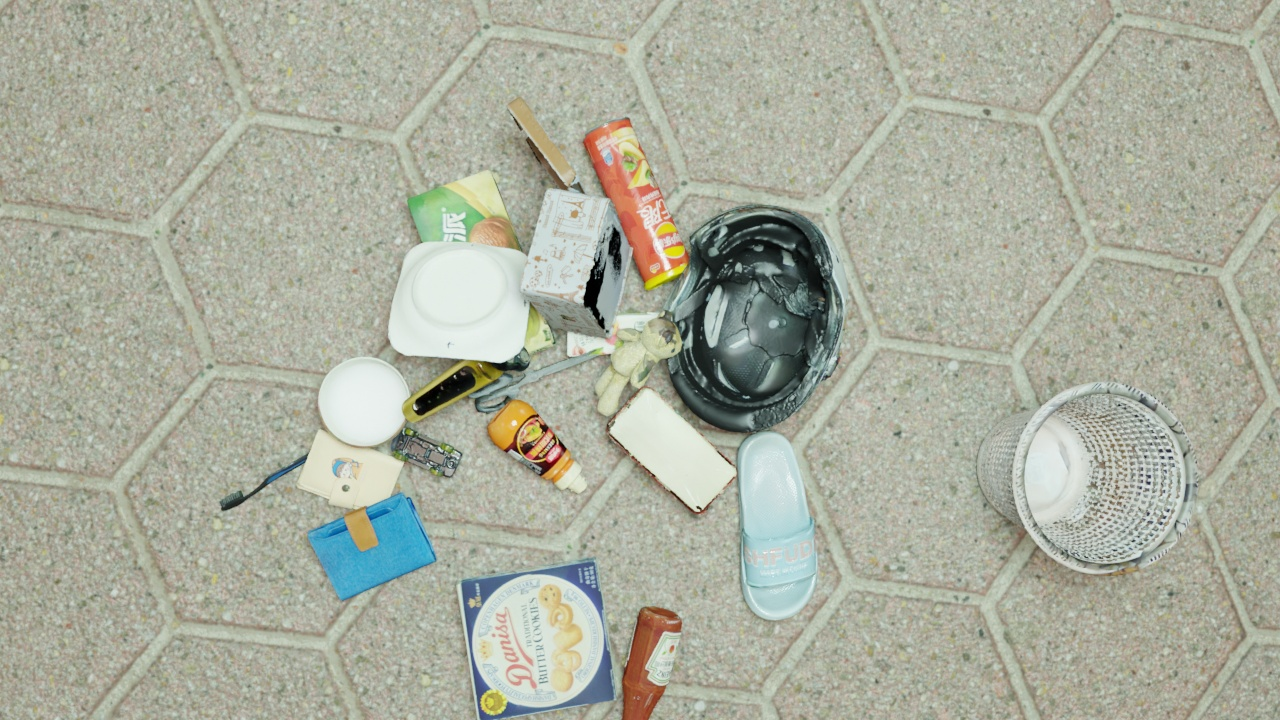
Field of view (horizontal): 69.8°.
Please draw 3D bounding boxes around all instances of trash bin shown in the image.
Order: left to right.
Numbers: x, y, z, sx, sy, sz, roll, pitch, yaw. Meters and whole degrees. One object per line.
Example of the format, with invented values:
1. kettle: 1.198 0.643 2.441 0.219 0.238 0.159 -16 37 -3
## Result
1. trash bin: 0.537 0.141 1.160 0.227 0.192 0.227 0 88 -4

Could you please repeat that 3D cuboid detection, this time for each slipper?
1. slipper: 0.178 0.214 1.191 0.104 0.074 0.245 -6 87 -6

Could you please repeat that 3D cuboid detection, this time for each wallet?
1. wallet: -0.372 0.148 1.172 0.115 0.024 0.087 22 95 -12
2. wallet: -0.339 0.235 1.164 0.133 0.040 0.106 -22 104 -5

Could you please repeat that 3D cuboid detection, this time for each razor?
1. razor: -0.216 0.023 1.114 0.167 0.067 0.062 -32 103 5

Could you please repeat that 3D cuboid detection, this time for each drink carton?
1. drink carton: -0.035 -0.035 1.195 0.122 0.045 0.053 -3 98 -3

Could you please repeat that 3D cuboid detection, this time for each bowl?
1. bowl: -0.344 0.053 1.161 0.113 0.062 0.113 0 88 -6

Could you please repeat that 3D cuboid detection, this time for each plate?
1. plate: -0.213 -0.079 1.092 0.164 0.034 0.163 4 62 -1

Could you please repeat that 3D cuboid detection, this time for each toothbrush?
1. toothbrush: -0.454 0.138 1.175 0.189 0.014 0.016 -32 65 -5

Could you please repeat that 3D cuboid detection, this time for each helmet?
1. helmet: 0.157 -0.055 1.150 0.230 0.156 0.274 14 102 28

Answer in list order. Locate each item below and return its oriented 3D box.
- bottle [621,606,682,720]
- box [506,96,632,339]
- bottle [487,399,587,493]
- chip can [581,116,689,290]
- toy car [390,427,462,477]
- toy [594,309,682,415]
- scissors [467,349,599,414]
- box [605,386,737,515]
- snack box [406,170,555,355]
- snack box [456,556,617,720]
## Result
1. bottle: 0.003 0.423 1.178 0.060 0.060 0.206 14 87 -4
2. box: -0.083 -0.168 1.101 0.126 0.179 0.273 -12 76 6
3. bottle: -0.126 0.117 1.179 0.149 0.067 0.066 44 86 -9
4. chip can: -0.002 -0.203 1.190 0.073 0.073 0.216 -23 90 -5
5. toy car: -0.276 0.118 1.177 0.090 0.035 0.042 23 85 -3
6. toy: -0.007 0.007 1.136 0.066 0.105 0.158 26 123 -25
7. scissors: -0.141 0.015 1.166 0.135 0.014 0.175 24 124 -37
8. box: 0.041 0.113 1.180 0.168 0.079 0.091 43 86 -3
9. snack box: -0.201 -0.111 1.175 0.114 0.063 0.240 -20 91 -2
10. snack box: -0.131 0.357 1.177 0.182 0.046 0.178 -9 89 -5
